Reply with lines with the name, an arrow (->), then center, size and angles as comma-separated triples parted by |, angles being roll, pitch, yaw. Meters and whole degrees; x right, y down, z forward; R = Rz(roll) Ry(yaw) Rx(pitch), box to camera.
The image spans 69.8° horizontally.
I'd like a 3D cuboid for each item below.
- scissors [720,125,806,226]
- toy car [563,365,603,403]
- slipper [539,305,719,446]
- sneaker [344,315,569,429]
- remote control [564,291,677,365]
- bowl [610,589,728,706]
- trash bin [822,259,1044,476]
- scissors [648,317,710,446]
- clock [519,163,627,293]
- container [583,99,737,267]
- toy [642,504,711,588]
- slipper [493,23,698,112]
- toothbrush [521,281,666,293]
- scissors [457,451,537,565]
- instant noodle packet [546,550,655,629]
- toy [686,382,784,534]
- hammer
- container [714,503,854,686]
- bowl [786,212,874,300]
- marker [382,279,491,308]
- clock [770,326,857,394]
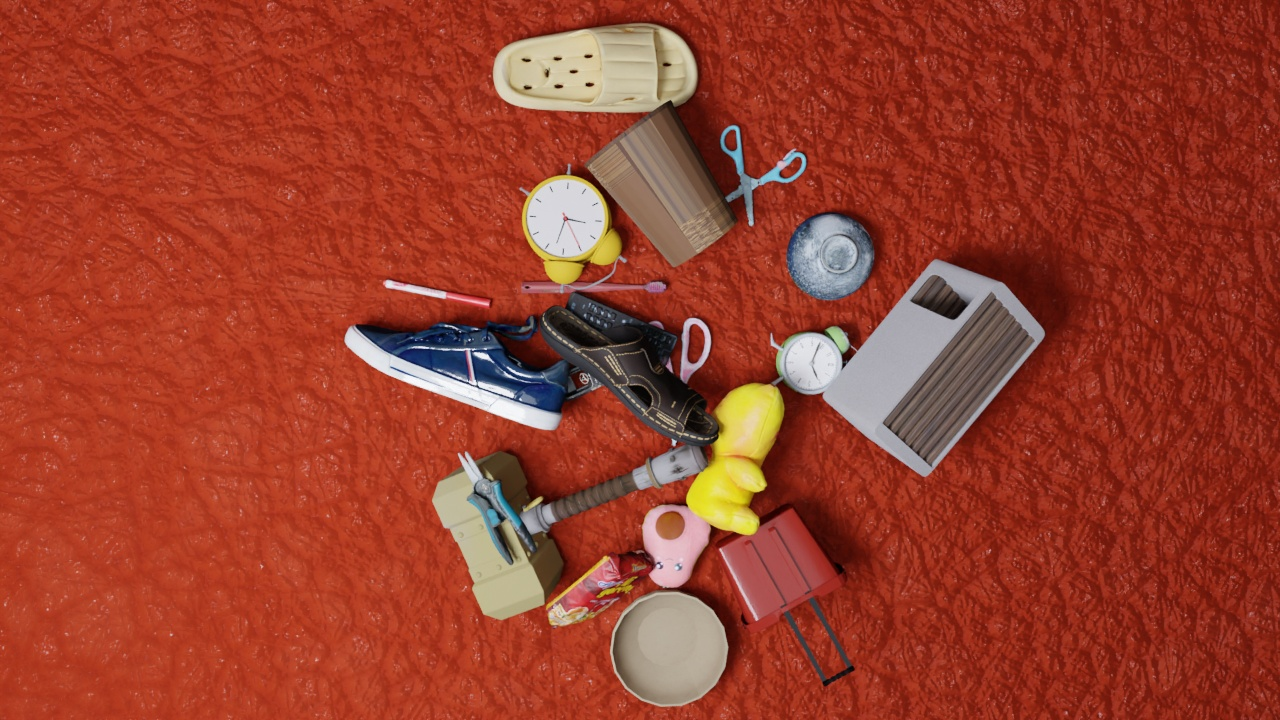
scissors -> 0.143, -0.250, 1.190 | 0.135, 0.015, 0.133 | -34, 92, -4
toy car -> -0.082, 0.027, 1.193 | 0.092, 0.037, 0.040 | -25, 93, 1
slipper -> -0.007, 0.007, 1.122 | 0.268, 0.112, 0.076 | 37, 117, 11
sneaker -> -0.223, -0.016, 1.155 | 0.294, 0.120, 0.127 | 18, 93, 5
remote control -> -0.028, -0.041, 1.191 | 0.150, 0.022, 0.047 | 24, 98, 3
bowl -> 0.037, 0.372, 1.209 | 0.152, 0.050, 0.152 | 0, 94, 0
trash bin -> 0.360, 0.007, 1.137 | 0.114, 0.114, 0.229 | 38, 93, -29
scissors -> 0.063, 0.029, 1.206 | 0.103, 0.016, 0.179 | -13, 93, 2
clock -> -0.088, -0.166, 1.175 | 0.113, 0.052, 0.152 | -26, 90, 1
container -> 0.032, -0.213, 1.139 | 0.132, 0.132, 0.167 | -36, 99, 2
toy -> 0.045, 0.243, 1.201 | 0.090, 0.051, 0.110 | 5, 96, 4
slipper -> -0.057, -0.372, 1.149 | 0.261, 0.079, 0.111 | -3, 90, 0
toothbrush -> -0.061, -0.096, 1.196 | 0.190, 0.016, 0.016 | 0, 94, -1
scissors -> -0.178, 0.181, 1.098 | 0.127, 0.019, 0.142 | 13, 98, 8
instant noodle packet -> -0.052, 0.290, 1.169 | 0.136, 0.098, 0.039 | -42, 62, 20
toy -> 0.117, 0.119, 1.153 | 0.087, 0.134, 0.194 | 16, 88, -4
hammer -> -0.069, 0.175, 1.141 | 0.325, 0.100, 0.190 | -23, 94, 12
container -> 0.193, 0.299, 1.168 | 0.148, 0.127, 0.201 | -29, 83, 1
bowl -> 0.248, -0.136, 1.174 | 0.114, 0.061, 0.114 | 0, 92, -1
marker -> -0.265, -0.088, 1.198 | 0.142, 0.013, 0.013 | 11, 93, -1
clock -> 0.226, 0.002, 1.192 | 0.119, 0.042, 0.094 | 1, 95, 0
